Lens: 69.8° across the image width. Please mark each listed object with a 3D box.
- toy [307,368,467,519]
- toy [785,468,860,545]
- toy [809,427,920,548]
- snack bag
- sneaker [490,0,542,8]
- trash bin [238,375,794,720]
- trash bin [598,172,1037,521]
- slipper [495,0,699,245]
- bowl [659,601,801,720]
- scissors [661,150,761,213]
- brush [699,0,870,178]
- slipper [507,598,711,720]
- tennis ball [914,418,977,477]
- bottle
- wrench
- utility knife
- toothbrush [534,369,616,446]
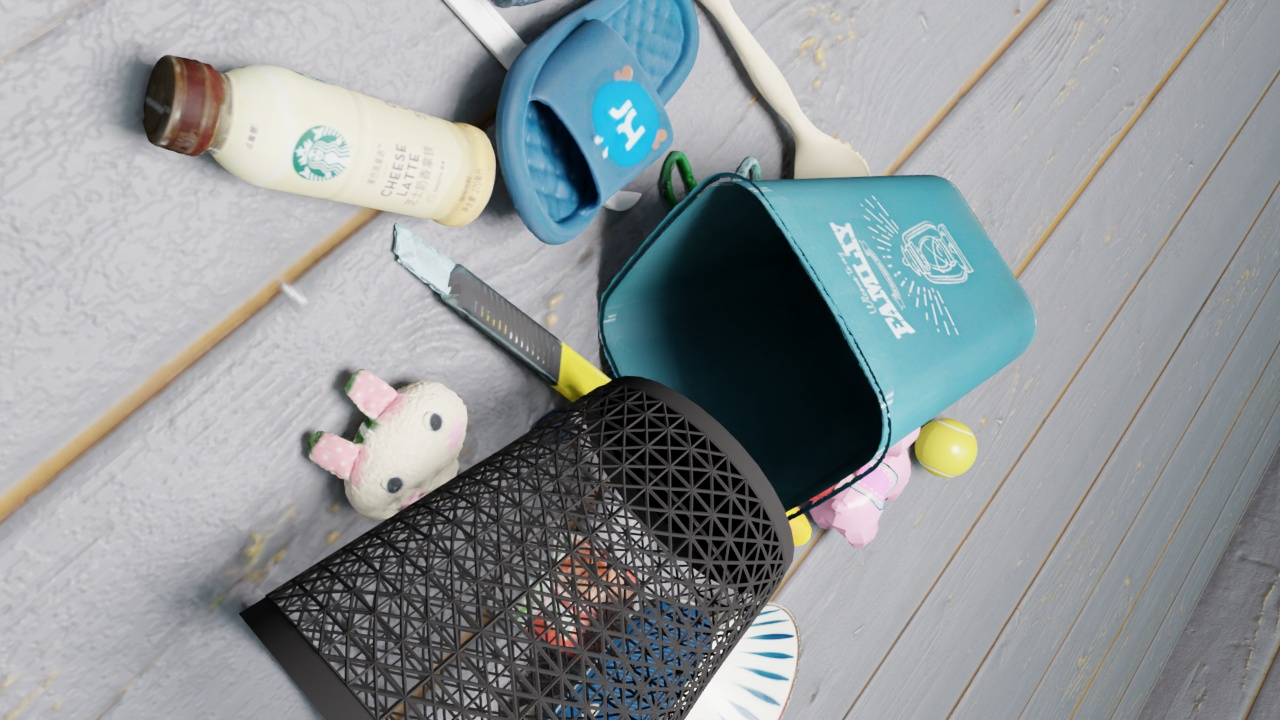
[{"bbox_3d":[-0.136,0.053,0.536,0.112,0.050,0.087,45,72,-38],"label":"toy"},{"bbox_3d":[0.113,0.077,0.756,0.215,0.099,0.148,-31,135,-32],"label":"toy"},{"bbox_3d":[0.213,0.102,0.864,0.123,0.067,0.158,-50,154,-23],"label":"toy"},{"bbox_3d":[-0.052,0.171,0.670,0.077,0.036,0.116,-57,135,-14],"label":"snack bag"},{"bbox_3d":[-0.077,-0.283,0.439,0.079,0.087,0.236,-46,136,-26],"label":"sneaker"},{"bbox_3d":[-0.052,0.144,0.521,0.242,0.217,0.217,-40,129,-27],"label":"trash bin"},{"bbox_3d":[0.129,-0.020,0.625,0.218,0.200,0.196,-19,75,-38],"label":"trash bin"},{"bbox_3d":[-0.016,-0.162,0.546,0.213,0.059,0.104,-59,134,-28],"label":"slipper"},{"bbox_3d":[0.058,0.279,0.796,0.176,0.071,0.177,-18,116,-40],"label":"bowl"},{"bbox_3d":[0.054,-0.110,0.689,0.131,0.011,0.125,-48,132,-21],"label":"scissors"},{"bbox_3d":[0.099,-0.197,0.673,0.062,0.077,0.272,-34,129,14],"label":"brush"},{"bbox_3d":[-0.056,0.286,0.685,0.118,0.060,0.295,29,98,-42],"label":"slipper"},{"bbox_3d":[0.337,0.096,1.012,0.065,0.065,0.065,-18,117,-40],"label":"tennis ball"},{"bbox_3d":[-0.151,-0.106,0.450,0.161,0.056,0.056,6,101,-46],"label":"bottle"},{"bbox_3d":[-0.074,-0.178,0.535,0.273,0.009,0.047,41,75,-45],"label":"wrench"},{"bbox_3d":[-0.079,-0.019,0.575,0.203,0.020,0.028,42,70,-38],"label":"utility knife"},{"bbox_3d":[-0.004,0.004,0.671,0.189,0.016,0.017,-38,136,-30],"label":"toothbrush"}]
